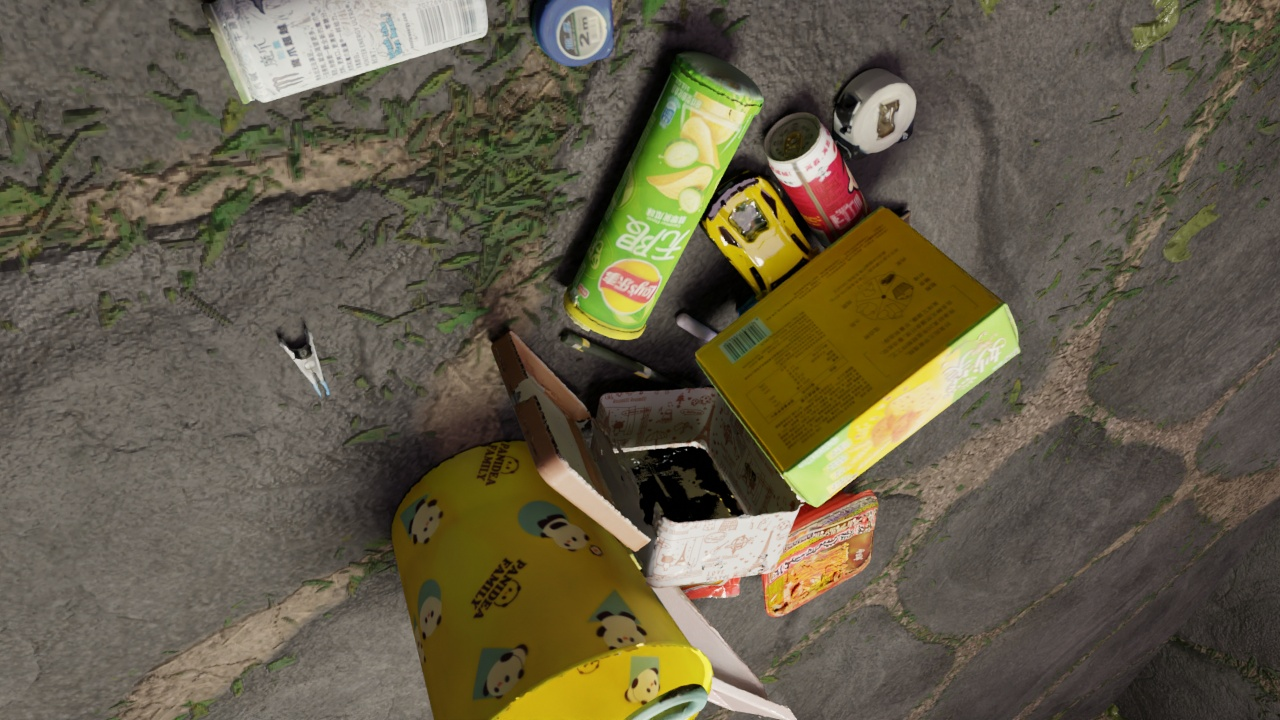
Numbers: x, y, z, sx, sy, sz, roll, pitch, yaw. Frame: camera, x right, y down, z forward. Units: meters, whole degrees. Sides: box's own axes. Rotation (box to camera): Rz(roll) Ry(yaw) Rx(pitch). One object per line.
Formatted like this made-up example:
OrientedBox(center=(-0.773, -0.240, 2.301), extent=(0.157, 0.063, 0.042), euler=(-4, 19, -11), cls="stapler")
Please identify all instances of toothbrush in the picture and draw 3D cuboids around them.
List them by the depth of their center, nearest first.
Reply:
OrientedBox(center=(-0.005, 0.005, 0.850), extent=(0.185, 0.017, 0.012), euler=(24, 115, -43), cls="toothbrush")
OrientedBox(center=(0.091, -0.005, 0.901), extent=(0.189, 0.029, 0.021), euler=(31, 67, -45), cls="toothbrush")

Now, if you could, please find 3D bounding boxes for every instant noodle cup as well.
OrientedBox(center=(0.215, 0.232, 1.163), extent=(0.164, 0.079, 0.189), euler=(-24, 137, -12), cls="instant noodle cup")

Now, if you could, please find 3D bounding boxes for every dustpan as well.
OrientedBox(center=(0.005, 0.334, 1.003), extent=(0.138, 0.273, 0.223), euler=(-37, 171, -20), cls="dustpan")

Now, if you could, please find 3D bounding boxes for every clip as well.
OrientedBox(center=(-0.246, 0.002, 0.677), extent=(0.029, 0.025, 0.057), euler=(-25, 134, -18), cls="clip")

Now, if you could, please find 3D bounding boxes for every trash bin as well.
OrientedBox(center=(-0.097, 0.222, 0.809), extent=(0.229, 0.255, 0.230), euler=(-18, 137, -18), cls="trash bin")

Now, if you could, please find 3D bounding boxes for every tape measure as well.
OrientedBox(center=(-0.044, -0.221, 0.597), extent=(0.054, 0.025, 0.058), euler=(-19, 133, -15), cls="tape measure")
OrientedBox(center=(0.195, -0.207, 0.765), extent=(0.065, 0.033, 0.066), euler=(-27, 139, -12), cls="tape measure")

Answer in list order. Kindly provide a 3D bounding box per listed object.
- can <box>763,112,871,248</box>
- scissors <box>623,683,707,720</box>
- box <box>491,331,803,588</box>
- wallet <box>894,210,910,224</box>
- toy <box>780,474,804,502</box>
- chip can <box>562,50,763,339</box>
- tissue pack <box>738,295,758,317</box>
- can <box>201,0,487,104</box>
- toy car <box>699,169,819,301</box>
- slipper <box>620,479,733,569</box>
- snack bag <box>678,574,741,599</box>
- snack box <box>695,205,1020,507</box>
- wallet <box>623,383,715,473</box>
OrientedBox(center=(0.152, -0.148, 0.776), extent=(0.053, 0.053, 0.132), euler=(-41, 139, 7), cls="can")
OrientedBox(center=(-0.002, 0.316, 0.752), extent=(0.172, 0.019, 0.180), euler=(1, 128, -33), cls="scissors")
OrientedBox(center=(-0.006, 0.086, 0.773), extent=(0.273, 0.178, 0.124), euler=(21, 114, -35), cls="box")
OrientedBox(center=(0.229, -0.074, 0.879), extent=(0.096, 0.020, 0.122), euler=(-27, 124, -40), cls="wallet")
OrientedBox(center=(0.181, 0.102, 1.040), extent=(0.121, 0.054, 0.160), euler=(-13, 127, -20), cls="toy")
OrientedBox(center=(0.014, -0.121, 0.696), extent=(0.072, 0.072, 0.222), euler=(4, 126, -37), cls="chip can")
OrientedBox(center=(0.163, -0.038, 0.890), extent=(0.095, 0.052, 0.157), euler=(-44, 139, 10), cls="tissue pack")
OrientedBox(center=(-0.163, -0.193, 0.518), extent=(0.146, 0.058, 0.058), euler=(-22, 138, -14), cls="can")
OrientedBox(center=(0.112, -0.094, 0.789), extent=(0.071, 0.041, 0.156), euler=(-38, 121, 5), cls="toy car")
OrientedBox(center=(0.020, 0.165, 0.951), extent=(0.190, 0.091, 0.082), euler=(-16, 158, -14), cls="slipper")
OrientedBox(center=(0.077, 0.234, 1.091), extent=(0.128, 0.073, 0.208), euler=(-10, 139, -19), cls="snack bag")
OrientedBox(center=(0.171, -0.006, 0.751), extent=(0.210, 0.157, 0.070), euler=(-38, 136, 4), cls="snack box")
OrientedBox(center=(0.029, 0.074, 0.922), extent=(0.121, 0.019, 0.097), euler=(-25, 145, 0), cls="wallet")
